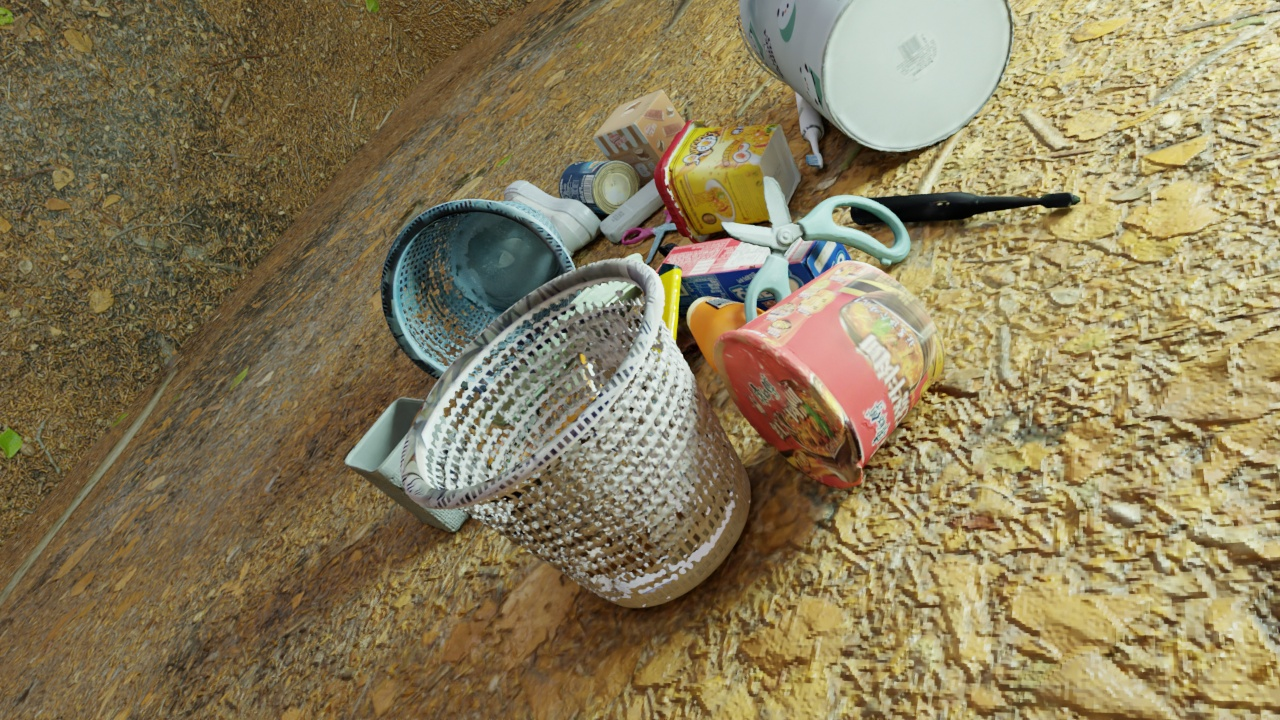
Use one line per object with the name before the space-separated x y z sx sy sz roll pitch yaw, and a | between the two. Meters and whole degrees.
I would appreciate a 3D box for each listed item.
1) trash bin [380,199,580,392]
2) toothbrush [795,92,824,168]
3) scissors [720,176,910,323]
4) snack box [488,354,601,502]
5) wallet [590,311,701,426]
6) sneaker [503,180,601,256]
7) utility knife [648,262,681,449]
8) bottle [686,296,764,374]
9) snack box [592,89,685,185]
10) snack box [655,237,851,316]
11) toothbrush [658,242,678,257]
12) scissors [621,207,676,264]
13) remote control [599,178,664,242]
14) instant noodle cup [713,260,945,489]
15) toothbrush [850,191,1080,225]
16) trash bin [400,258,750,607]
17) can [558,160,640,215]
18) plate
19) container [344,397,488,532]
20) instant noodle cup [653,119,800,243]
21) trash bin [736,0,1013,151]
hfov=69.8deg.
trash bin | -0.174 -0.101 1.110 0.227 0.226 0.194 -32 16 15
toothbrush | 0.199 -0.277 1.071 0.026 0.027 0.220 1 39 5
scissors | 0.153 -0.072 0.772 0.170 0.174 0.019 -4 -6 -12
snack box | -0.095 0.069 0.904 0.154 0.026 0.075 -47 27 18
wallet | -0.005 0.005 0.917 0.124 0.032 0.101 -41 31 1
sneaker | -0.146 -0.192 1.320 0.090 0.089 0.242 -50 35 -7
utility knife | 0.020 0.002 0.852 0.033 0.015 0.230 -25 48 41
bottle | 0.075 -0.028 0.837 0.067 0.067 0.149 -40 20 0
snack box | 0.007 -0.306 1.274 0.093 0.094 0.076 -3 45 49
snack box | 0.101 -0.083 0.882 0.208 0.057 0.058 -1 45 51
toothbrush | 0.070 -0.113 1.010 0.017 0.014 0.189 -35 27 -16
scissors | 0.024 -0.165 1.141 0.136 0.017 0.133 -10 44 39
remote control | 0.012 -0.212 1.211 0.150 0.021 0.058 -40 28 1
instant noodle cup | 0.135 0.003 0.647 0.108 0.138 0.138 -40 27 -16
toothbrush | 0.269 -0.132 0.781 0.213 0.027 0.026 8 99 53
trash bin | -0.028 0.070 0.676 0.228 0.192 0.227 -30 30 19
can | -0.058 -0.241 1.282 0.075 0.075 0.111 -48 29 -13
plate | -0.071 -0.016 0.922 0.230 0.027 0.230 -46 -3 -3
container | -0.220 0.110 0.939 0.090 0.114 0.090 3 50 53
instant noodle cup | 0.099 -0.200 1.007 0.124 0.116 0.116 0 46 35
trash bin | 0.236 -0.347 0.937 0.230 0.229 0.251 -33 35 14
